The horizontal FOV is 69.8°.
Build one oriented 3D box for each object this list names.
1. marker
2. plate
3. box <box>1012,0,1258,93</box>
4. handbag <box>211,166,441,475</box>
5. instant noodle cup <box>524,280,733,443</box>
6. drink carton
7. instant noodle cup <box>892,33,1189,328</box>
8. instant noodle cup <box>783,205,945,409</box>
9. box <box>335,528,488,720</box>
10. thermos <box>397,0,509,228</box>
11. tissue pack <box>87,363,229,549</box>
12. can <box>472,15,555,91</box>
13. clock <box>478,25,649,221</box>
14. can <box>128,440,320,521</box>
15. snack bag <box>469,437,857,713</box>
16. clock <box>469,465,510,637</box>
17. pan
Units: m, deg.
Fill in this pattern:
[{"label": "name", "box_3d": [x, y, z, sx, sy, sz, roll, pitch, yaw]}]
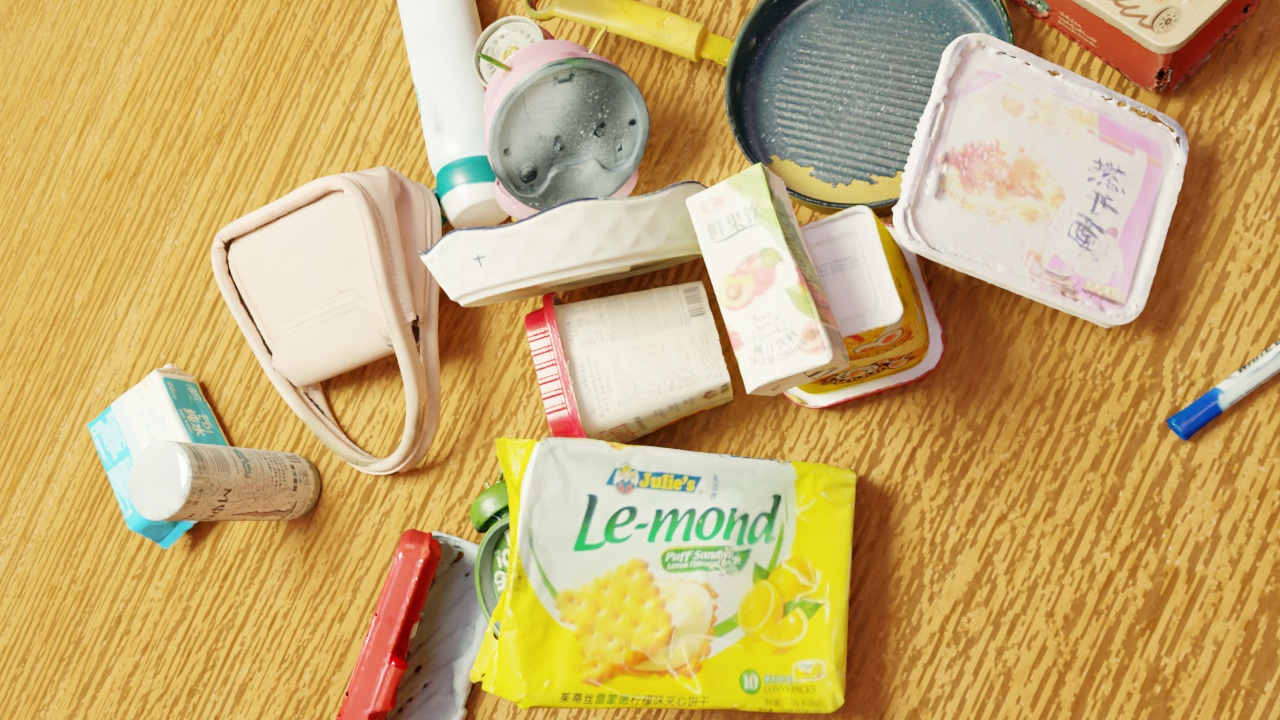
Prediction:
[{"label": "marker", "box_3d": [0.386, -0.002, 0.555, 0.146, 0.017, 0.017, -40, 71, 9]}, {"label": "plate", "box_3d": [-0.042, -0.075, 0.625, 0.205, 0.204, 0.045, -12, 93, 17]}, {"label": "box", "box_3d": [0.308, -0.258, 0.601, 0.091, 0.077, 0.168, -44, 64, 9]}, {"label": "handbag", "box_3d": [-0.231, -0.020, 0.732, 0.194, 0.093, 0.234, -17, 88, 34]}, {"label": "instant noodle cup", "box_3d": [-0.004, 0.004, 0.647, 0.124, 0.116, 0.116, -16, 76, 5]}, {"label": "drink carton", "box_3d": [0.072, -0.045, 0.523, 0.054, 0.045, 0.122, -24, 73, 25]}, {"label": "instant noodle cup", "box_3d": [0.237, -0.107, 0.570, 0.173, 0.060, 0.138, 19, 87, -13]}, {"label": "instant noodle cup", "box_3d": [0.128, -0.038, 0.594, 0.116, 0.123, 0.116, -18, 75, 16]}, {"label": "box", "box_3d": [-0.165, 0.234, 0.690, 0.098, 0.095, 0.201, 19, 86, -10]}, {"label": "thermos", "box_3d": [-0.153, -0.216, 0.754, 0.073, 0.073, 0.224, -17, 76, 16]}, {"label": "tissue pack", "box_3d": [-0.410, 0.081, 0.797, 0.090, 0.063, 0.140, -36, 73, 9]}, {"label": "can", "box_3d": [-0.082, -0.218, 0.714, 0.067, 0.093, 0.066, -3, 79, 19]}, {"label": "clock", "box_3d": [-0.057, -0.157, 0.672, 0.117, 0.159, 0.059, -17, 43, -13]}, {"label": "can", "box_3d": [-0.320, 0.097, 0.718, 0.058, 0.146, 0.058, -3, 79, 19]}, {"label": "snack bag", "box_3d": [0.023, 0.136, 0.581, 0.246, 0.068, 0.158, 8, 81, -16]}, {"label": "clock", "box_3d": [-0.065, 0.137, 0.649, 0.116, 0.056, 0.161, -13, 86, 34]}, {"label": "pan", "box_3d": [0.083, -0.222, 0.665, 0.358, 0.078, 0.197, 17, 87, 21]}]
